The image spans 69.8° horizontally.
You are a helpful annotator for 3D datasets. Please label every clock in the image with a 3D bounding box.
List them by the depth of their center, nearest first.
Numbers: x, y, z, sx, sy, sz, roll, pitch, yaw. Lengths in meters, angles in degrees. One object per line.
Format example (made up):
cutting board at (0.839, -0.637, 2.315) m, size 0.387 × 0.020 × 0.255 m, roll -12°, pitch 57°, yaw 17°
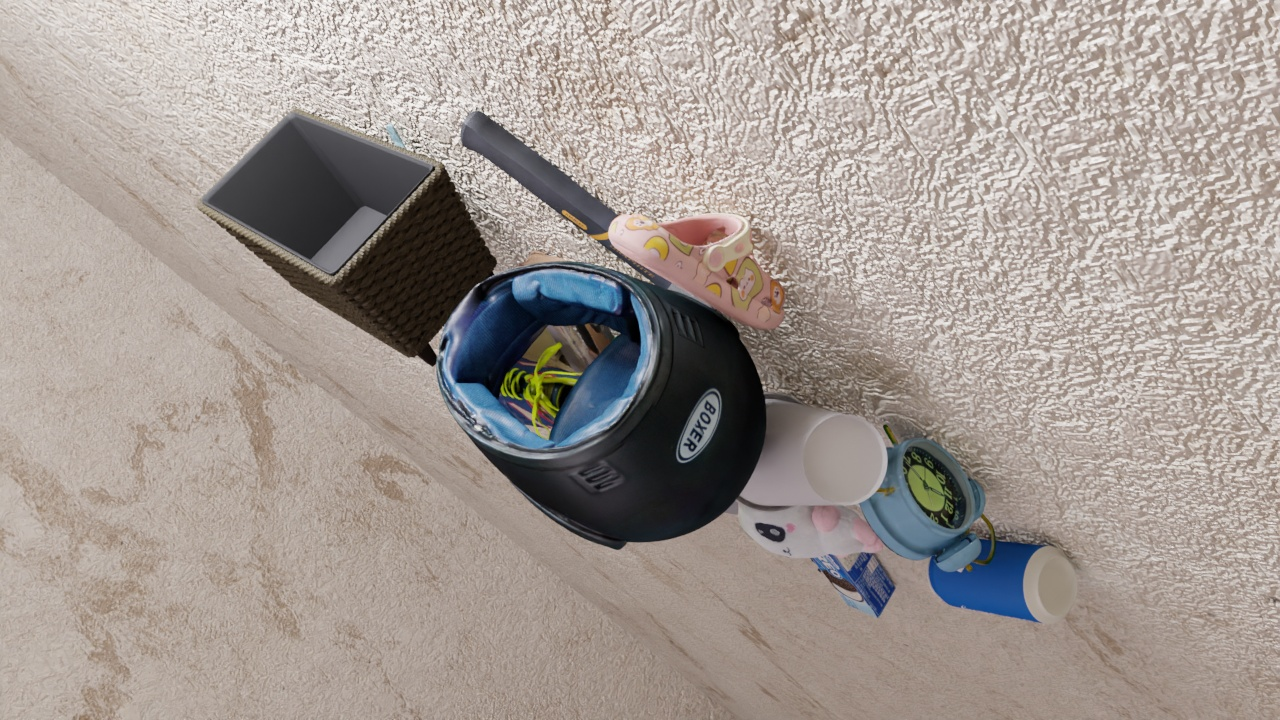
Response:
clock at (0.287, 0.144, 0.910) m, size 0.162 × 0.117 × 0.060 m, roll 35°, pitch 136°, yaw -12°

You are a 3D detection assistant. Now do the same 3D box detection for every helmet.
helmet at (-0.026, 0.047, 0.897) m, size 0.317 × 0.248 × 0.236 m, roll 17°, pitch 165°, yaw 42°

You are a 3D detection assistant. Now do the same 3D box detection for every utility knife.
utility knife at (-0.258, -0.207, 1.102) m, size 0.029 × 0.020 × 0.213 m, roll 24°, pitch 157°, yaw 26°

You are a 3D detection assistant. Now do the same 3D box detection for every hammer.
hammer at (-0.049, -0.140, 0.920) m, size 0.312 × 0.035 × 0.140 m, roll 36°, pitch 157°, yaw -2°

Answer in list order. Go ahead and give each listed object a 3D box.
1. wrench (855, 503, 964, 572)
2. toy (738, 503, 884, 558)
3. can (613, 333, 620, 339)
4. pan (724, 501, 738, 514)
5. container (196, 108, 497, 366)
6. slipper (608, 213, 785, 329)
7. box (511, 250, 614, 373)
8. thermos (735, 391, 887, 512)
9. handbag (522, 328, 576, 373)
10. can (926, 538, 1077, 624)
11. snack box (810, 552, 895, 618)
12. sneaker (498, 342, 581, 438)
wrench at (0.263, 0.171, 1.036) m, size 0.047 × 0.009 × 0.273 m, roll 36°, pitch 177°, yaw -29°
toy at (0.206, 0.194, 1.115) m, size 0.180 × 0.101 × 0.139 m, roll 15°, pitch 153°, yaw 33°
can at (-0.007, 0.007, 1.133) m, size 0.053 × 0.053 × 0.101 m, roll 26°, pitch 157°, yaw 22°
pan at (0.039, 0.126, 1.274) m, size 0.357 × 0.050 × 0.201 m, roll 10°, pitch 139°, yaw 33°
container at (-0.338, -0.142, 1.112) m, size 0.321 × 0.176 × 0.205 m, roll 26°, pitch 160°, yaw 36°
slipper at (0.059, -0.094, 0.797) m, size 0.197 × 0.081 × 0.093 m, roll 23°, pitch -172°, yaw -39°
box at (-0.084, -0.047, 1.147) m, size 0.081 × 0.062 × 0.216 m, roll 25°, pitch 156°, yaw 35°
thermos at (0.159, 0.096, 0.926) m, size 0.131 × 0.131 × 0.222 m, roll 38°, pitch 170°, yaw -7°
handbag at (-0.167, 0.008, 1.330) m, size 0.191 × 0.088 × 0.233 m, roll 29°, pitch 158°, yaw 7°
can at (0.389, 0.236, 0.995) m, size 0.079 × 0.078 × 0.146 m, roll 42°, pitch 157°, yaw -18°
snack box at (0.280, 0.272, 1.262) m, size 0.059 × 0.059 × 0.226 m, roll 17°, pitch 153°, yaw 47°
sneaker at (-0.135, 0.031, 1.158) m, size 0.242 × 0.116 × 0.091 m, roll 14°, pitch 179°, yaw 24°
